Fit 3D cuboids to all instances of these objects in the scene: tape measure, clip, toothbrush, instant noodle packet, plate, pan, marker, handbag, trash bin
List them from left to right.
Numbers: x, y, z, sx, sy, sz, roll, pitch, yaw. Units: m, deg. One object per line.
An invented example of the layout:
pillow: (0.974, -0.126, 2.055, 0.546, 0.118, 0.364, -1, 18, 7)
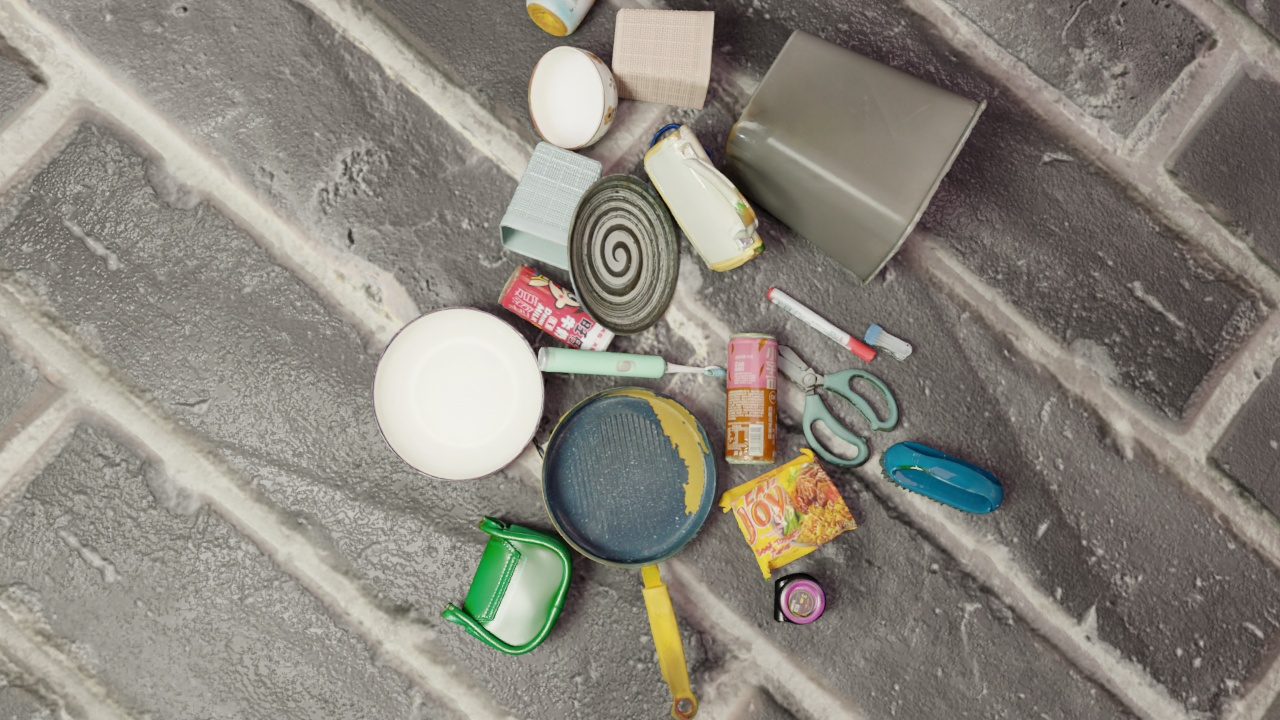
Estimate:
plate: (-0.199, 0.037, 1.017, 0.192, 0.039, 0.192, 0, 89, 3)
handbag: (-0.139, 0.244, 0.992, 0.120, 0.068, 0.131, 21, 82, -1)
toothbrush: (-0.145, 0.038, 1.043, 0.018, 0.016, 0.181, -30, 87, -14)
plate: (-0.022, -0.118, 1.024, 0.179, 0.024, 0.179, -4, 95, -47)
toothbrush: (-0.006, 0.006, 1.025, 0.224, 0.027, 0.026, 4, 101, -24)
pan: (0.007, 0.204, 0.997, 0.197, 0.078, 0.357, -11, 84, -10)
handbag: (0.071, -0.175, 0.999, 0.063, 0.179, 0.163, -35, 97, -3)
instant noodle packet: (0.166, 0.173, 1.039, 0.128, 0.044, 0.110, -28, 82, -7)
tape measure: (0.178, 0.267, 1.030, 0.058, 0.039, 0.057, 0, 83, 0)
marker: (0.212, -0.043, 1.081, 0.145, 0.017, 0.017, 33, 81, 0)
trash bin: (0.224, -0.231, 1.027, 0.220, 0.199, 0.198, 31, 80, 7)
clip: (0.293, -0.021, 1.086, 0.057, 0.032, 0.025, 29, 79, 7)

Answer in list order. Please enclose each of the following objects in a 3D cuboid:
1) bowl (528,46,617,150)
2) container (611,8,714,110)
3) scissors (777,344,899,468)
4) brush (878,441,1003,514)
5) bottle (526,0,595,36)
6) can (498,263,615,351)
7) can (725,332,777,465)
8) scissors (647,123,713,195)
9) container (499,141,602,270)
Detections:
bowl: (-0.069, -0.302, 1.057, 0.062, 0.114, 0.113, -24, 84, -50)
container: (0.025, -0.353, 1.069, 0.111, 0.090, 0.090, 5, 83, -1)
scissors: (0.209, 0.053, 1.069, 0.180, 0.019, 0.143, 31, 82, -2)
brush: (0.347, 0.133, 1.043, 0.144, 0.073, 0.055, 22, 77, -1)
bottle: (-0.062, -0.475, 1.085, 0.068, 0.068, 0.189, 32, 82, 0)
can: (-0.091, -0.054, 1.039, 0.133, 0.053, 0.053, 31, 81, 0)
can: (0.126, 0.045, 1.043, 0.058, 0.058, 0.147, 2, 83, -5)
scissors: (0.008, -0.210, 1.088, 0.172, 0.012, 0.132, -23, 87, -6)
container: (-0.097, -0.175, 1.037, 0.090, 0.090, 0.111, 20, 79, -3)
